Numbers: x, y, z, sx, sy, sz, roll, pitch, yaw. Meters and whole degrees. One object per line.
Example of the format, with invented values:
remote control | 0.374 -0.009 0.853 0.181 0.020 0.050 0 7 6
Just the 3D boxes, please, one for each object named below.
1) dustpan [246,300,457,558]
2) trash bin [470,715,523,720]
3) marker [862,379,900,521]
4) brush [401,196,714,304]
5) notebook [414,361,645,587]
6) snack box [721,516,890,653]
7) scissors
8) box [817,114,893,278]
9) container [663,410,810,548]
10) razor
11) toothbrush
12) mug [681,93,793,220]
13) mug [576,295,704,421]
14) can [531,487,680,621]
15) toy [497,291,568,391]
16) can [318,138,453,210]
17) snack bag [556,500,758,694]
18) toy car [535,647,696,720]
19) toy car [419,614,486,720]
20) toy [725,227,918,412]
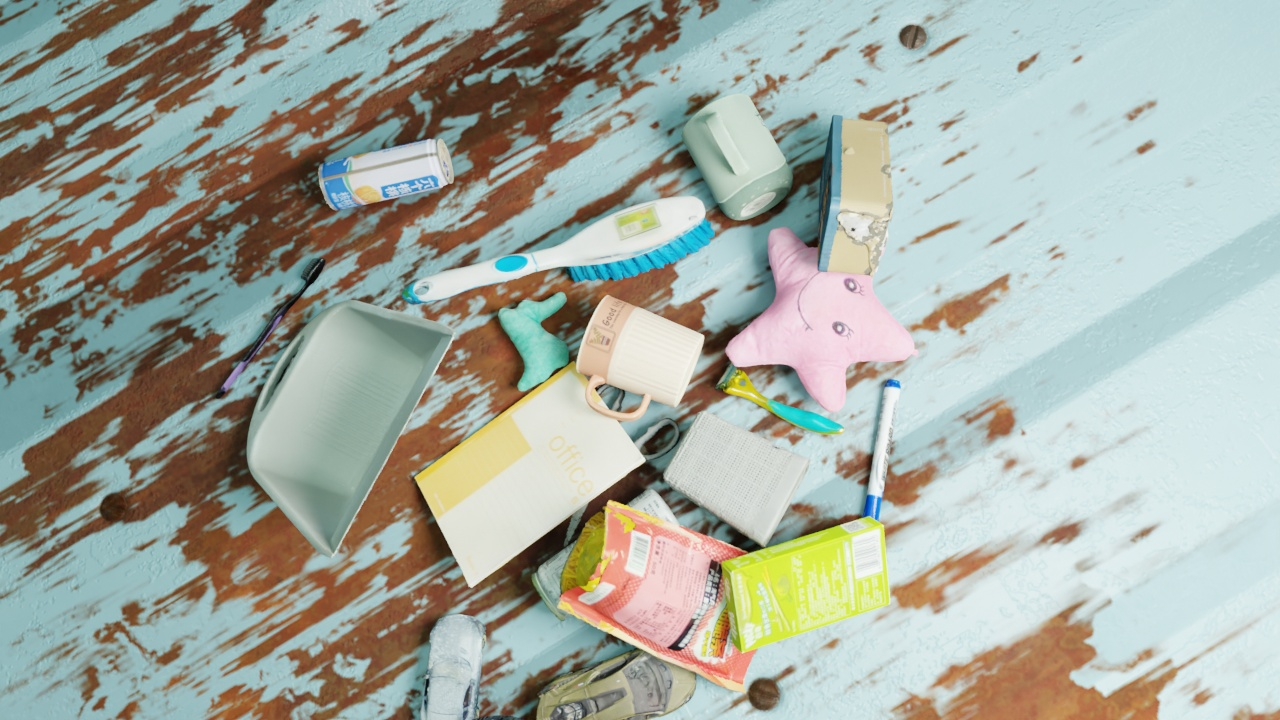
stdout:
dustpan | -0.301 0.040 0.882 0.142 0.258 0.222 29 82 -13
trash bin | -0.143 0.452 0.770 0.226 0.226 0.195 -26 100 0
marker | 0.238 0.090 0.904 0.017 0.017 0.145 11 79 8
brush | -0.078 -0.104 0.929 0.314 0.109 0.060 -19 79 1
notebook | -0.114 0.109 0.915 0.206 0.010 0.146 -36 56 -2
snack box | 0.154 0.205 0.843 0.156 0.026 0.086 -14 106 -15
scissors | -0.039 0.097 0.915 0.178 0.014 0.159 -12 64 2
box | 0.207 -0.166 0.894 0.060 0.090 0.183 6 43 4
container | 0.090 0.111 0.879 0.114 0.090 0.090 29 82 14
razor | 0.141 0.044 0.917 0.132 0.028 0.043 26 51 13
toothbrush | -0.404 -0.037 0.997 0.017 0.014 0.189 33 84 19
mug | 0.097 -0.207 0.931 0.082 0.111 0.106 -29 79 14
mug | -0.005 0.005 0.911 0.106 0.082 0.114 22 73 8
can | -0.031 0.187 0.889 0.146 0.058 0.058 -36 77 -2
toy | -0.108 -0.027 0.958 0.096 0.030 0.092 -34 79 -7
can | -0.275 -0.203 0.998 0.134 0.053 0.053 -12 77 3
snack bag | 0.036 0.215 0.846 0.207 0.073 0.128 26 85 -18
toy car | -0.023 0.316 0.872 0.158 0.042 0.070 -23 77 -2
toy car | -0.183 0.309 0.892 0.054 0.037 0.120 3 75 7
toy | 0.193 -0.049 0.908 0.178 0.075 0.194 23 75 4
